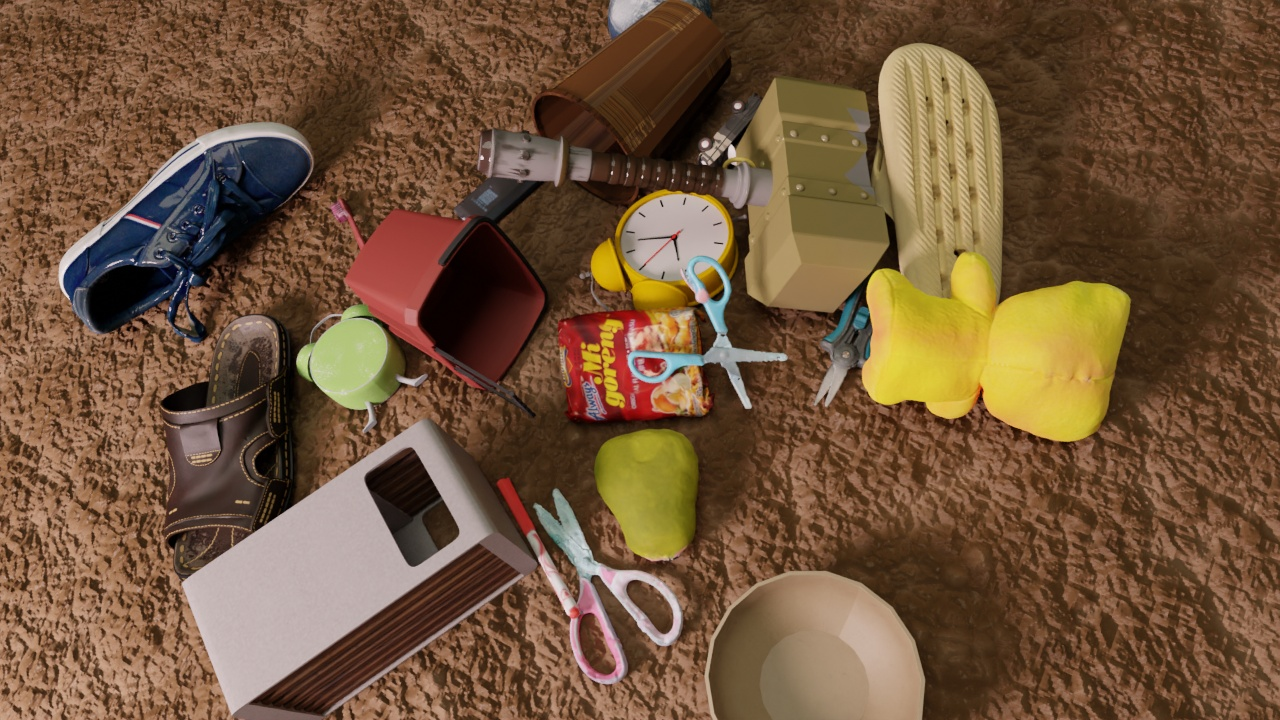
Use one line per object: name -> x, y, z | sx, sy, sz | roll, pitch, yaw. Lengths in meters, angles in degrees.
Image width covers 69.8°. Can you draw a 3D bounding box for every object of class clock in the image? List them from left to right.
clock -> -0.272, -0.002, 0.873 | 0.094, 0.042, 0.119 | -45, 64, -11
clock -> 0.023, -0.097, 0.849 | 0.113, 0.052, 0.151 | 39, 74, 25

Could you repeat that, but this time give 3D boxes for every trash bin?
trash bin -> -0.219, 0.172, 0.737 | 0.228, 0.114, 0.114 | -35, 63, -5

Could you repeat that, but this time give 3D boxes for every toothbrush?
toothbrush -> -0.278, -0.098, 0.935 | 0.016, 0.016, 0.189 | -33, 63, 1

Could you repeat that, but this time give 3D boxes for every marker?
marker -> -0.086, 0.155, 0.767 | 0.013, 0.013, 0.142 | -33, 58, -4

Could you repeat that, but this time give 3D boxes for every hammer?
hammer -> 0.028, -0.154, 0.772 | 0.324, 0.101, 0.190 | 5, 65, -13

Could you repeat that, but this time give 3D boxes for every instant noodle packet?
instant noodle packet -> -0.005, 0.005, 0.796 | 0.135, 0.039, 0.098 | -4, 95, 9

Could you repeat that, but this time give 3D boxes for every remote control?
remote control -> -0.125, -0.193, 0.942 | 0.150, 0.022, 0.047 | -44, 64, -10

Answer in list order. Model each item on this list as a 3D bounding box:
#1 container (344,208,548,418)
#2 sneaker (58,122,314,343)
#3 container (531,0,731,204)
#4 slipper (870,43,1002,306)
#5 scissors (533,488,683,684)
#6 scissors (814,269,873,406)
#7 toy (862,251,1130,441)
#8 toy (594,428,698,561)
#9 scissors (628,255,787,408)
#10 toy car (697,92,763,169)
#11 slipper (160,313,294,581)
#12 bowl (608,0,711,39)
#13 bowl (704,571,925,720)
container -> -0.144, -0.045, 0.807 | 0.201, 0.148, 0.126 | 21, 72, 30
sneaker -> -0.451, -0.124, 0.938 | 0.294, 0.121, 0.127 | -38, 50, -4
container -> -0.002, -0.258, 0.893 | 0.132, 0.132, 0.167 | 33, 70, 24
slipper -> 0.257, -0.144, 0.807 | 0.111, 0.079, 0.261 | 0, 79, -11
scissors -> -0.028, 0.168, 0.755 | 0.103, 0.016, 0.178 | -28, 59, 3
scissors -> 0.186, -0.029, 0.796 | 0.127, 0.019, 0.142 | -14, 69, -1
toy -> 0.268, -0.010, 0.707 | 0.194, 0.087, 0.134 | 10, 107, 10
toy -> 0.007, 0.110, 0.753 | 0.090, 0.051, 0.109 | -12, 66, 9
scissors -> 0.048, -0.013, 0.757 | 0.134, 0.015, 0.135 | -23, 96, 7
toy car -> 0.091, -0.215, 0.893 | 0.037, 0.040, 0.092 | 36, 80, 22
slipper -> -0.382, 0.070, 0.844 | 0.113, 0.076, 0.267 | -7, 64, 10
bowl -> 0.015, -0.386, 0.983 | 0.114, 0.061, 0.114 | -6, 64, 11
bowl -> 0.126, 0.234, 0.667 | 0.152, 0.050, 0.152 | -5, 64, 10
